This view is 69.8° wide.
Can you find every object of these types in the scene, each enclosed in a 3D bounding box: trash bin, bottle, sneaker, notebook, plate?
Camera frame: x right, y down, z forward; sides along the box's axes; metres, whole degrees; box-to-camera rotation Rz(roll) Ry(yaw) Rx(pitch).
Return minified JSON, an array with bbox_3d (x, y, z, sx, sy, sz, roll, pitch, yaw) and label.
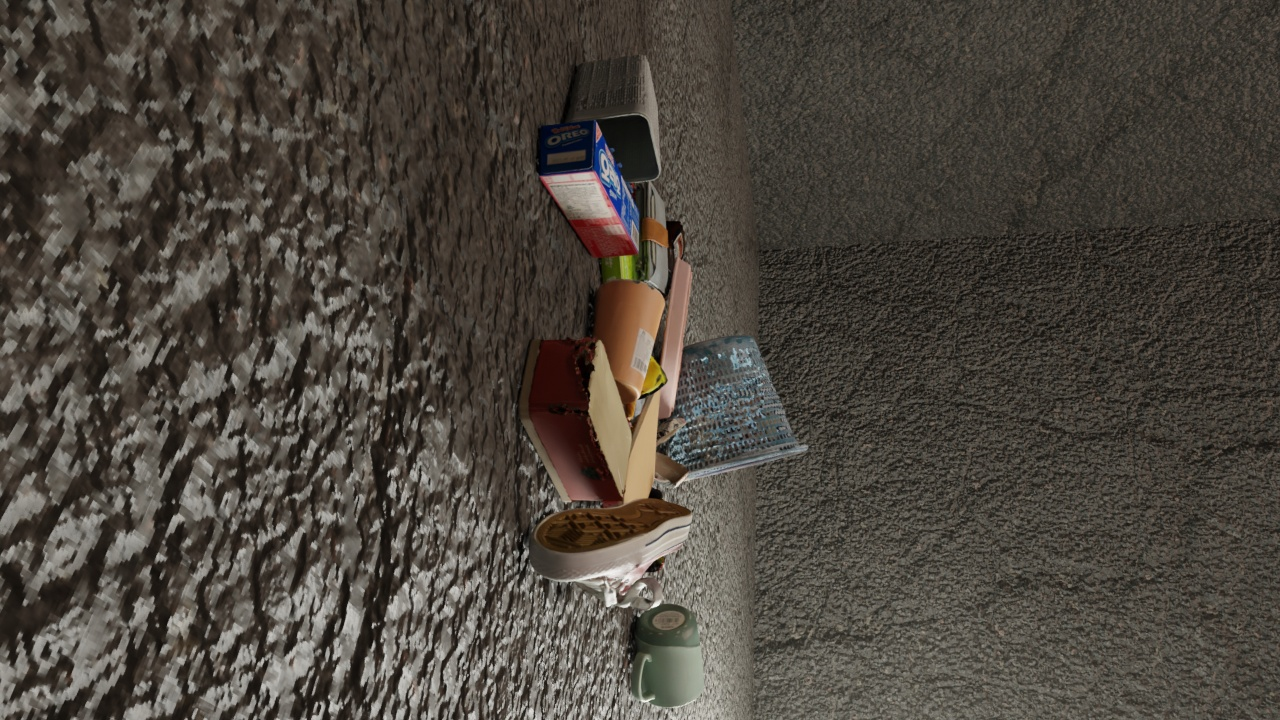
[{"bbox_3d":[0.125,0.072,1.424,0.226,0.227,0.195,32,44,-76],"label":"trash bin"},{"bbox_3d":[0.033,-0.140,1.364,0.194,0.044,0.080,-73,161,-56],"label":"bottle"},{"bbox_3d":[-0.023,0.184,0.846,0.240,0.118,0.088,3,98,-64],"label":"sneaker"},{"bbox_3d":[-0.002,0.127,1.033,0.211,0.012,0.150,-65,160,-63],"label":"notebook"},{"bbox_3d":[0.047,-0.028,1.274,0.229,0.028,0.229,12,87,-87],"label":"plate"}]

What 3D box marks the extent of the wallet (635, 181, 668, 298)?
[{"bbox_3d":[0.018,-0.153,1.167,0.106,0.037,0.129,37,50,-76],"label":"wallet"}]

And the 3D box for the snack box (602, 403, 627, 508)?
[{"bbox_3d":[-0.028,0.115,1.049,0.075,0.025,0.153,-60,146,-69],"label":"snack box"}]

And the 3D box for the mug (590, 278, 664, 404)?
[{"bbox_3d":[-0.019,-0.018,1.008,0.078,0.078,0.122,69,26,-57],"label":"mug"}]

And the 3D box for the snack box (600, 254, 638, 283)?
[{"bbox_3d":[-0.020,-0.119,1.136,0.156,0.026,0.086,-54,140,-73],"label":"snack box"}]

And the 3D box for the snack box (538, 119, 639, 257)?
[{"bbox_3d":[-0.047,-0.168,0.932,0.207,0.058,0.057,53,36,-71],"label":"snack box"}]

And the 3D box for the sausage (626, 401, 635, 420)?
[{"bbox_3d":[-0.009,-0.001,1.126,0.021,0.021,0.165,11,87,-78],"label":"sausage"}]

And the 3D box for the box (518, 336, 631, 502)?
[{"bbox_3d":[-0.047,0.056,0.837,0.168,0.078,0.091,74,19,-52],"label":"box"}]

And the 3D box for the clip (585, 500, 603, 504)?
[{"bbox_3d":[-0.047,0.131,0.978,0.057,0.036,0.025,-84,168,-52],"label":"clip"}]

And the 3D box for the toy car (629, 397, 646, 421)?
[{"bbox_3d":[0.000,0.067,1.187,0.105,0.031,0.049,20,67,-77],"label":"toy car"}]

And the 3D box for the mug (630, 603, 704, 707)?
[{"bbox_3d":[0.027,0.379,1.167,0.111,0.082,0.106,-25,117,-43],"label":"mug"}]

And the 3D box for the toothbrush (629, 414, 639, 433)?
[{"bbox_3d":[-0.011,0.079,1.026,0.191,0.018,0.016,-25,114,-77],"label":"toothbrush"}]

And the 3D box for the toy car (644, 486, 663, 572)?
[{"bbox_3d":[0.007,0.210,1.145,0.031,0.049,0.106,49,40,-73],"label":"toy car"}]

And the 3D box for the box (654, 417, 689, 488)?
[{"bbox_3d":[0.039,0.120,1.256,0.087,0.076,0.162,-64,168,7],"label":"box"}]

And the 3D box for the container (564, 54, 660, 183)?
[{"bbox_3d":[-0.027,-0.260,0.982,0.090,0.090,0.114,74,15,-51],"label":"container"}]

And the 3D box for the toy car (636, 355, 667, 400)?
[{"bbox_3d":[-0.006,0.006,1.051,0.032,0.048,0.105,62,-5,-36],"label":"toy car"}]

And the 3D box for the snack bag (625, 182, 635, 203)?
[{"bbox_3d":[-0.013,-0.203,1.187,0.105,0.026,0.045,47,38,-76],"label":"snack bag"}]
